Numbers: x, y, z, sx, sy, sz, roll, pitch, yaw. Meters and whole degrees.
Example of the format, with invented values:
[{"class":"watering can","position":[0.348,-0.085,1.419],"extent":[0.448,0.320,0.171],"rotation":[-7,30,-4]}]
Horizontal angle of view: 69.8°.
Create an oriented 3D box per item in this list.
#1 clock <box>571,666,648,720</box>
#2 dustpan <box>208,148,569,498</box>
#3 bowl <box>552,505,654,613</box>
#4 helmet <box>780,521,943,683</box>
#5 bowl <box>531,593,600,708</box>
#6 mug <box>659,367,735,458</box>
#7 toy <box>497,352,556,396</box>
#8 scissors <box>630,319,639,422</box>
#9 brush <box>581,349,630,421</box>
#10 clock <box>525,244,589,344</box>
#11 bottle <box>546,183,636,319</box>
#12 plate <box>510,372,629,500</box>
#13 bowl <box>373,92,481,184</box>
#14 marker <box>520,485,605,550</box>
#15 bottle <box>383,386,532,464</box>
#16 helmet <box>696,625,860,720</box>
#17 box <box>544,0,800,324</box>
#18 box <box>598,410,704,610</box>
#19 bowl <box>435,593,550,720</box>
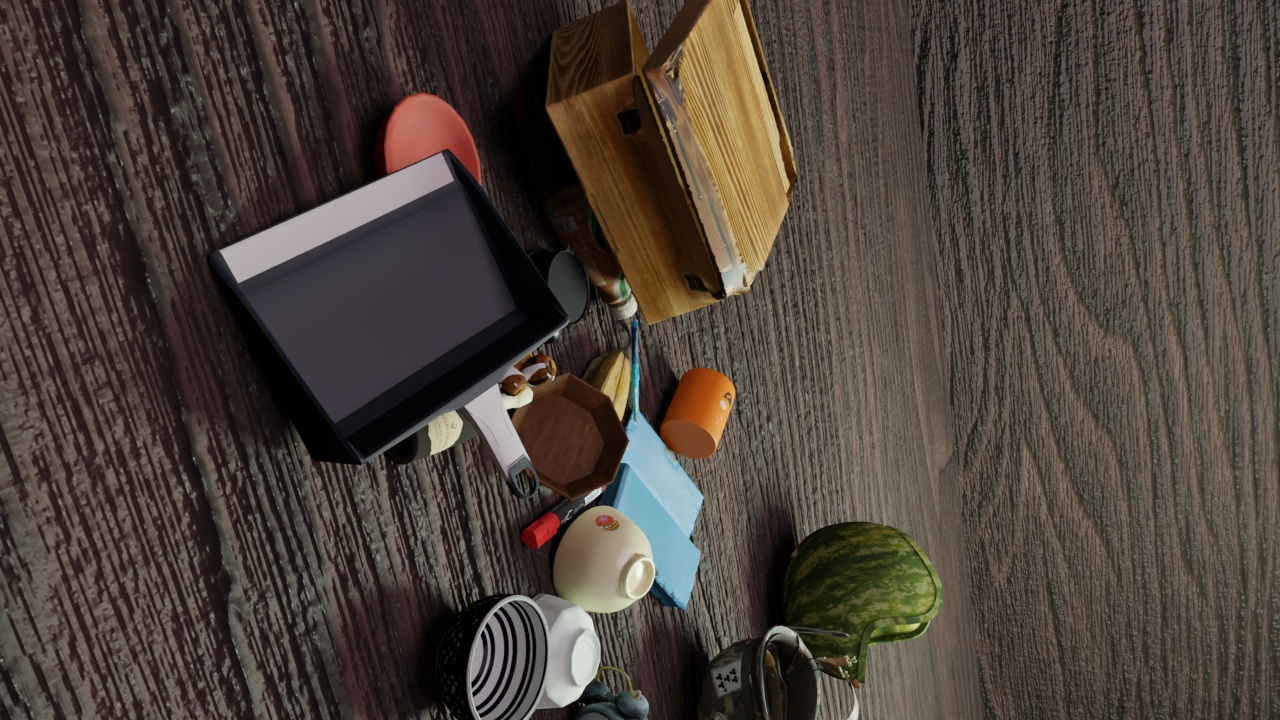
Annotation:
[{"class":"clock","position":[-0.033,0.397,0.992],"extent":[0.052,0.090,0.129],"rotation":[19,75,-52]},{"class":"dustpan","position":[-0.161,-0.009,0.735],"extent":[0.235,0.080,0.273],"rotation":[-38,117,-40]},{"class":"bowl","position":[-0.027,0.225,0.997],"extent":[0.117,0.074,0.118],"rotation":[-15,111,-45]},{"class":"helmet","position":[0.352,0.391,1.522],"extent":[0.243,0.247,0.213],"rotation":[57,-5,25]},{"class":"bowl","position":[-0.081,0.302,0.943],"extent":[0.117,0.061,0.117],"rotation":[5,85,-60]},{"class":"mug","position":[0.074,0.081,1.233],"extent":[0.113,0.077,0.095],"rotation":[102,10,-50]},{"class":"toy","position":[-0.140,-0.008,0.856],"extent":[0.112,0.067,0.087],"rotation":[28,27,-55]},{"class":"scissors","position":[-0.006,0.007,1.090],"extent":[0.127,0.012,0.137],"rotation":[93,-3,-66]},{"class":"brush","position":[-0.055,0.065,1.024],"extent":[0.059,0.043,0.194],"rotation":[60,39,-41]},{"class":"clock","position":[-0.098,-0.069,0.959],"extent":[0.120,0.043,0.091],"rotation":[-47,127,-52]},{"class":"bottle","position":[-0.048,-0.117,1.034],"extent":[0.167,0.059,0.059],"rotation":[63,37,-36]},{"class":"plate","position":[-0.078,0.079,0.946],"extent":[0.131,0.025,0.131],"rotation":[11,65,-25]},{"class":"bowl","position":[-0.193,-0.170,0.807],"extent":[0.121,0.035,0.122],"rotation":[8,81,-60]},{"class":"marker","position":[-0.079,0.162,0.995],"extent":[0.023,0.021,0.144],"rotation":[60,33,-1]},{"class":"bottle","position":[-0.158,0.049,0.840],"extent":[0.184,0.045,0.045],"rotation":[-20,105,-59]},{"class":"helmet","position":[0.190,0.462,1.224],"extent":[0.192,0.236,0.224],"rotation":[-51,142,-56]},{"class":"box","position":[0.050,-0.227,0.983],"extent":[0.258,0.221,0.279],"rotation":[-91,161,-51]},{"class":"box","position":[0.022,0.190,1.165],"extent":[0.231,0.034,0.174],"rotation":[54,42,-44]},{"class":"bowl","position":[-0.142,0.271,0.829],"extent":[0.120,0.066,0.120],"rotation":[8,81,-60]}]
